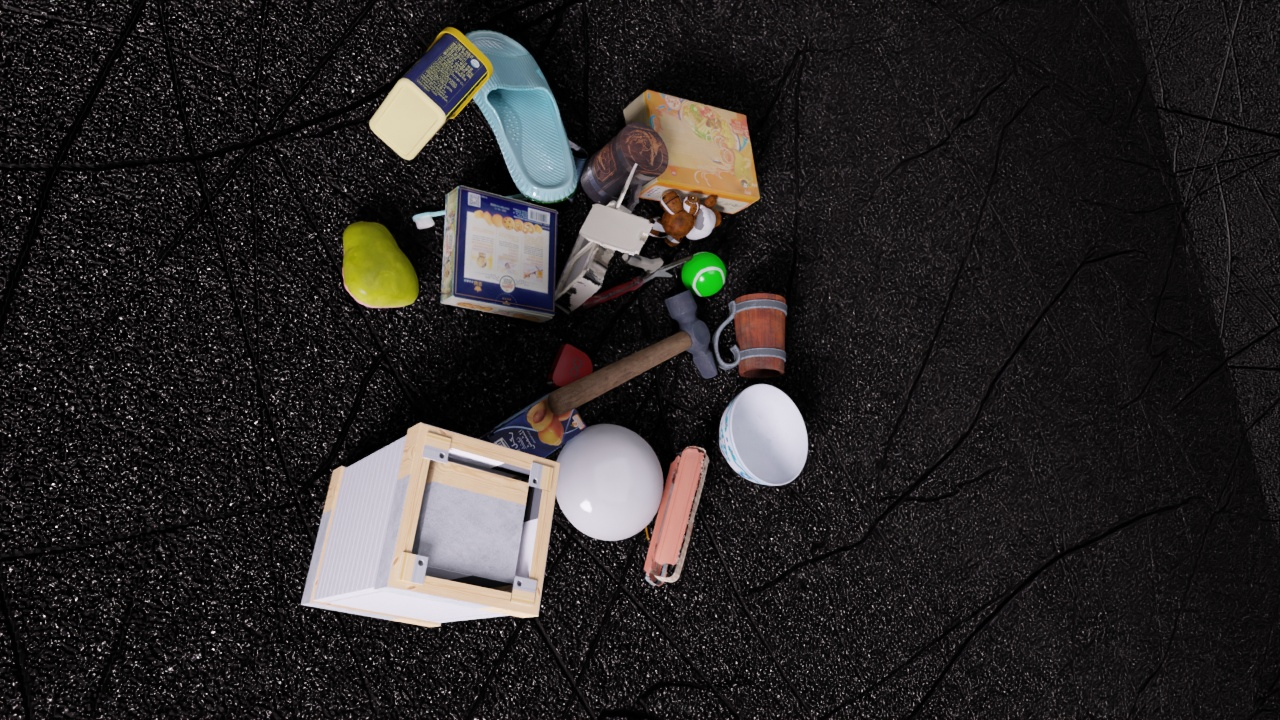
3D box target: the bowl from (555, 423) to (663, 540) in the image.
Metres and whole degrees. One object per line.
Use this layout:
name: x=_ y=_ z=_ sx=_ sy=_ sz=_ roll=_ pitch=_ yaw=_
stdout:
bowl: x=-0.032 y=0.150 z=1.155 sx=0.149 sy=0.043 sz=0.149 roll=7 pitch=73 yaw=-23

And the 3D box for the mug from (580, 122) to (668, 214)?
mug: x=-0.022 y=-0.253 z=1.274 sx=0.079 sy=0.107 sz=0.115 roll=-1 pitch=75 yaw=-36

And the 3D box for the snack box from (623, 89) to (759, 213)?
snack box: x=0.073 y=-0.307 z=1.379 sx=0.195 sy=0.081 sz=0.145 roll=3 pitch=73 yaw=-36

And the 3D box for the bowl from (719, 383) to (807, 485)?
bowl: x=0.160 y=0.112 z=1.305 sx=0.143 sy=0.074 sz=0.143 roll=13 pitch=68 yaw=-33

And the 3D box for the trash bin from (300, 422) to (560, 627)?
trash bin: x=-0.211 y=0.173 z=0.902 sx=0.142 sy=0.248 sz=0.142 roll=20 pitch=63 yaw=-30

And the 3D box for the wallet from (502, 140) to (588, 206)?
wallet: x=-0.131 y=-0.272 z=1.252 sx=0.115 sy=0.026 sz=0.089 roll=29 pitch=60 yaw=-23

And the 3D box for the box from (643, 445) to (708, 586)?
box: x=0.050 y=0.204 z=1.202 sx=0.057 sy=0.067 sz=0.186 roll=12 pitch=63 yaw=9

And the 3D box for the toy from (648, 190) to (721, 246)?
toy: x=0.071 y=-0.208 z=1.347 sx=0.067 sy=0.087 sz=0.112 roll=46 pitch=38 yaw=21

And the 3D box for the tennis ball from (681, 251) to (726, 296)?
tennis ball: x=0.092 y=-0.126 z=1.342 sx=0.065 sy=0.066 sz=0.065 roll=13 pitch=68 yaw=-33

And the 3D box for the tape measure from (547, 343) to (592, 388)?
tape measure: x=-0.091 y=0.015 z=1.191 sx=0.051 sy=0.019 sz=0.058 roll=32 pitch=65 yaw=-26

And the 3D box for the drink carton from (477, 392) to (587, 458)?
drink carton: x=-0.134 y=0.091 z=1.120 sx=0.129 sy=0.040 sz=0.064 roll=-33 pitch=95 yaw=-39

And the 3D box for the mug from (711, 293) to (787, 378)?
mug: x=0.162 y=-0.036 z=1.362 sx=0.117 sy=0.082 sz=0.111 roll=4 pitch=75 yaw=-17

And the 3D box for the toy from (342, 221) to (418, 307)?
toy: x=-0.303 y=-0.112 z=1.057 sx=0.089 sy=0.051 sz=0.110 roll=-7 pitch=76 yaw=-40

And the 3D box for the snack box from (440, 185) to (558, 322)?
snack box: x=-0.175 y=-0.131 z=1.152 sx=0.144 sy=0.043 sz=0.145 roll=10 pitch=76 yaw=-35

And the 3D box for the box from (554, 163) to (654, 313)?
box: x=-0.057 y=-0.160 z=1.172 sx=0.080 sy=0.181 sz=0.143 roll=32 pitch=53 yaw=-19

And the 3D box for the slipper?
slipper: x=-0.155 y=-0.332 z=1.200 sx=0.115 sy=0.070 sz=0.276 roll=-15 pitch=74 yaw=-28

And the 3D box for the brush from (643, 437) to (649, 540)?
brush: x=0.001 y=0.167 z=1.207 sx=0.048 sy=0.017 sz=0.126 roll=-3 pitch=77 yaw=-37

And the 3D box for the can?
can: x=-0.256 y=-0.319 z=1.109 sx=0.075 sy=0.136 sz=0.104 roll=42 pitch=57 yaw=-18

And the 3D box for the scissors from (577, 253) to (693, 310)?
scissors: x=-0.003 y=-0.117 z=1.248 sx=0.198 sy=0.179 sz=0.015 roll=-30 pitch=77 yaw=-12

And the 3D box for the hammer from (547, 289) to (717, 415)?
hammer: x=-0.007 y=0.007 z=1.217 sx=0.320 sy=0.040 sz=0.129 roll=-26 pitch=95 yaw=-47

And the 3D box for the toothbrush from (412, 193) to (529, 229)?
toothbrush: x=-0.210 y=-0.195 z=1.176 sx=0.180 sy=0.016 sz=0.016 roll=-23 pitch=87 yaw=-38
